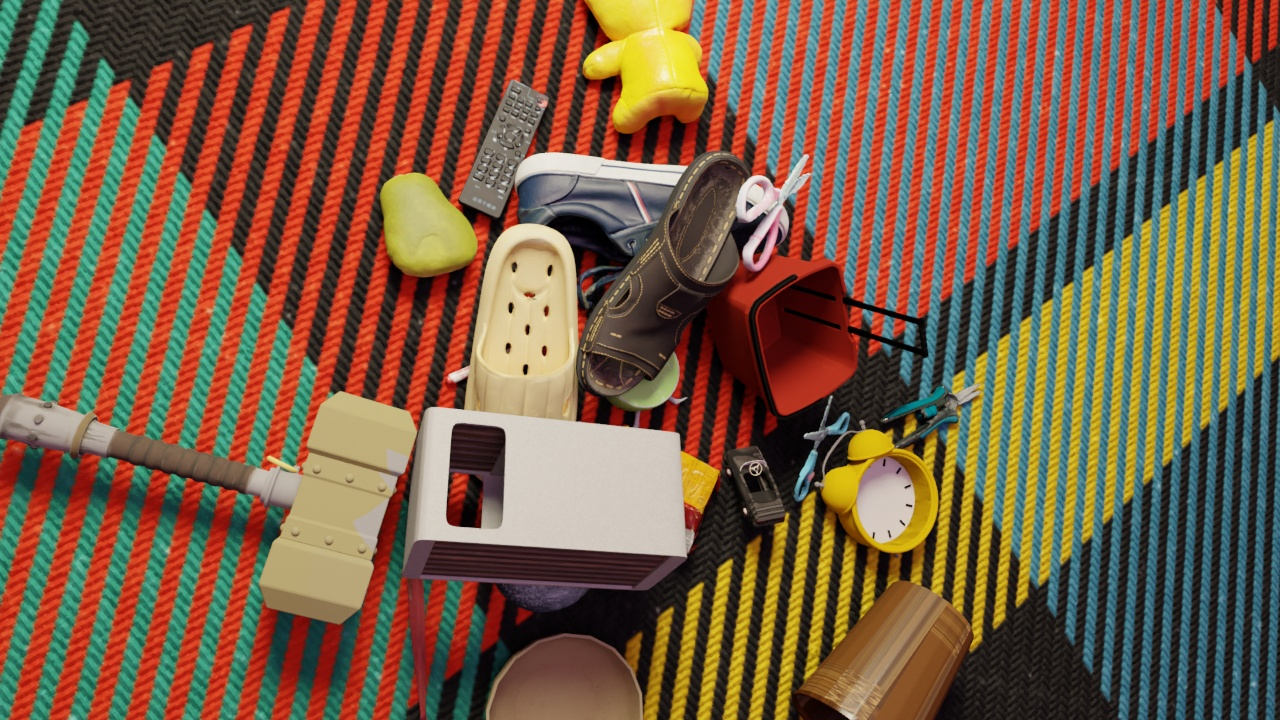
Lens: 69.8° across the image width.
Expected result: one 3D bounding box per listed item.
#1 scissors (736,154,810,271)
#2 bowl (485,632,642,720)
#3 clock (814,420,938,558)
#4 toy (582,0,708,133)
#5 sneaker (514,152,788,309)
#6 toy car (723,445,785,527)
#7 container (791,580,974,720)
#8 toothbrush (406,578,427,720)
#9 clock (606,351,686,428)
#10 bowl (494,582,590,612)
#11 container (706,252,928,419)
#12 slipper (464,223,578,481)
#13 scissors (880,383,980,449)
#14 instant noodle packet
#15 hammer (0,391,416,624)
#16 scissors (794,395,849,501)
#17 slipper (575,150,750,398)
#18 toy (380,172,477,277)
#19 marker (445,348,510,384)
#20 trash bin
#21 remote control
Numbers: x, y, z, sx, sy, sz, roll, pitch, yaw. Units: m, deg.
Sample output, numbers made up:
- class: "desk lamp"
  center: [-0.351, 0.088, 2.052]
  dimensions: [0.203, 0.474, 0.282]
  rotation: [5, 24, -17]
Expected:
- class: "scissors"
  center: [0.138, -0.174, 0.922]
  dimensions: [0.178, 0.016, 0.103]
  rotation: [-55, 141, -33]
- class: "bowl"
  center: [-0.077, 0.338, 0.886]
  dimensions: [0.152, 0.050, 0.152]
  rotation: [2, 82, -17]
- class: "clock"
  center: [0.264, 0.146, 1.022]
  dimensions: [0.152, 0.052, 0.113]
  rotation: [44, 72, -13]
- class: "toy"
  center: [0.005, -0.348, 0.986]
  dimensions: [0.134, 0.087, 0.193]
  rotation: [-8, 86, -15]
- class: "sneaker"
  center: [0.015, -0.125, 0.950]
  dimensions: [0.294, 0.121, 0.127]
  rotation: [5, 69, -14]
- class: "toy car"
  center: [0.122, 0.131, 0.970]
  dimensions: [0.040, 0.037, 0.092]
  rotation: [-8, 52, -17]
- class: "container"
  center: [0.261, 0.328, 0.961]
  dimensions: [0.132, 0.132, 0.167]
  rotation: [47, 66, -7]
- class: "toothbrush"
  center: [-0.210, 0.273, 0.870]
  dimensions: [0.016, 0.016, 0.189]
  rotation: [-3, 84, -17]
- class: "clock"
  center: [-0.006, 0.006, 0.958]
  dimensions: [0.094, 0.043, 0.119]
  rotation: [-32, 93, -20]
- class: "bowl"
  center: [-0.088, 0.190, 0.898]
  dimensions: [0.114, 0.061, 0.114]
  rotation: [3, 81, -18]
- class: "container"
  center: [0.165, -0.023, 0.917]
  dimensions: [0.126, 0.201, 0.148]
  rotation: [-29, 122, -20]
- class: "slipper"
  center: [-0.105, 0.001, 0.878]
  dimensions: [0.111, 0.079, 0.261]
  rotation: [3, 98, -18]
- class: "scissors"
  center: [0.339, 0.057, 1.074]
  dimensions: [0.142, 0.019, 0.127]
  rotation: [22, 76, -16]
- class: "instant noodle packet"
  center: [0.015, 0.135, 0.948]
  dimensions: [0.135, 0.040, 0.098]
  rotation: [27, 78, -13]
- class: "hammer"
  center: [-0.380, 0.094, 0.795]
  dimensions: [0.324, 0.101, 0.190]
  rotation: [19, 77, -15]
- class: "scissors"
  center: [0.200, 0.088, 0.996]
  dimensions: [0.015, 0.135, 0.133]
  rotation: [31, 38, 24]
- class: "slipper"
  center: [0.032, -0.075, 0.879]
  dimensions: [0.113, 0.076, 0.268]
  rotation: [28, 95, -41]
- class: "toy"
  center: [-0.213, -0.136, 0.905]
  dimensions: [0.090, 0.051, 0.110]
  rotation: [-19, 86, -22]
- class: "marker"
  center: [-0.132, -0.007, 0.935]
  dimensions: [0.142, 0.013, 0.013]
  rotation: [-25, 91, -19]
- class: "trash bin"
  center: [-0.086, 0.129, 0.819]
  dimensions: [0.228, 0.115, 0.114]
  rotation: [7, 60, -17]
- class: "remote control"
  center: [-0.142, -0.218, 0.956]
  dimensions: [0.047, 0.022, 0.150]
  rotation: [24, 74, -13]
